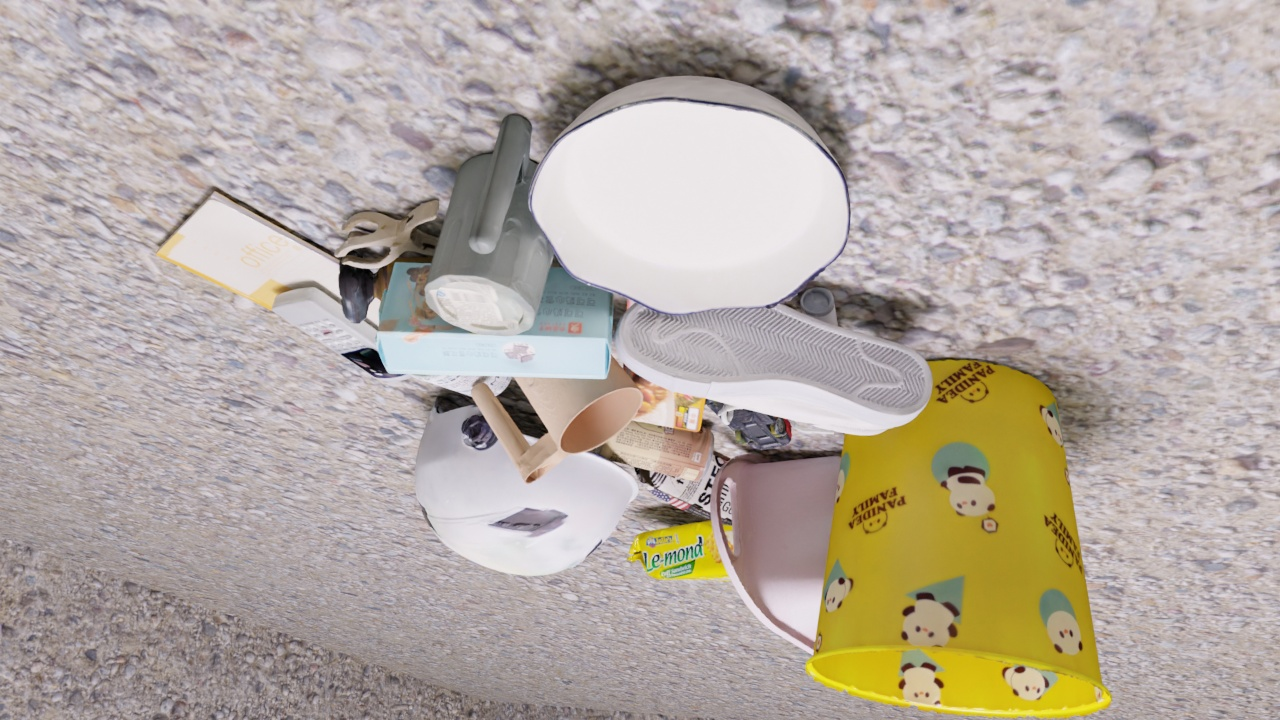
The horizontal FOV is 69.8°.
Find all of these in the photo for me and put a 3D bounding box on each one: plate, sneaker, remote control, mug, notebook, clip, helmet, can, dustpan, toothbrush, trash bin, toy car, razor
[{"bbox_3d":[0.033,-0.105,0.605,0.205,0.045,0.205,4,148,3],"label":"plate"},{"bbox_3d":[0.098,0.006,0.722,0.242,0.089,0.091,13,160,-2],"label":"sneaker"},{"bbox_3d":[-0.281,-0.021,0.884,0.058,0.021,0.150,-7,147,32],"label":"remote control"},{"bbox_3d":[-0.076,0.028,0.786,0.125,0.103,0.084,-39,154,4],"label":"mug"},{"bbox_3d":[-0.316,-0.072,0.836,0.206,0.010,0.146,31,146,-34],"label":"notebook"},{"bbox_3d":[-0.192,-0.096,0.731,0.099,0.034,0.066,-5,148,11],"label":"clip"},{"bbox_3d":[-0.140,0.155,1.000,0.259,0.145,0.229,11,158,36],"label":"helmet"},{"bbox_3d":[-0.163,-0.003,0.814,0.058,0.058,0.146,4,171,12],"label":"can"},{"bbox_3d":[0.176,0.217,0.996,0.139,0.222,0.274,-12,134,14],"label":"dustpan"},{"bbox_3d":[0.015,0.087,0.963,0.116,0.058,0.059,15,152,-8],"label":"can"},{"bbox_3d":[-0.099,-0.089,0.634,0.083,0.103,0.124,12,153,-3],"label":"mug"},{"bbox_3d":[0.165,0.008,0.802,0.027,0.026,0.221,35,165,31],"label":"toothbrush"},{"bbox_3d":[0.267,0.154,0.792,0.230,0.254,0.230,8,151,4],"label":"trash bin"},{"bbox_3d":[0.097,0.040,0.864,0.053,0.045,0.120,-16,136,36],"label":"toy car"},{"bbox_3d":[-0.176,-0.066,0.758,0.168,0.062,0.067,-3,179,14],"label":"razor"}]

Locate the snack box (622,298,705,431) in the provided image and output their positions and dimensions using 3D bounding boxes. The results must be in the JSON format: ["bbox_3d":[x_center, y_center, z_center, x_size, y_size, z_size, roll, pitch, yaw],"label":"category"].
[{"bbox_3d":[0.024,-0.002,0.789,0.075,0.026,0.154,9,135,5],"label":"snack box"}]

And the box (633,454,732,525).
[{"bbox_3d":[0.062,0.143,1.059,0.163,0.076,0.088,26,169,-32],"label":"box"}]

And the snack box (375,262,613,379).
[{"bbox_3d":[-0.108,-0.031,0.706,0.175,0.074,0.052,1,139,-1],"label":"snack box"}]

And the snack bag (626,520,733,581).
[{"bbox_3d":[0.118,0.250,1.186,0.247,0.068,0.158,-16,156,41],"label":"snack bag"}]
